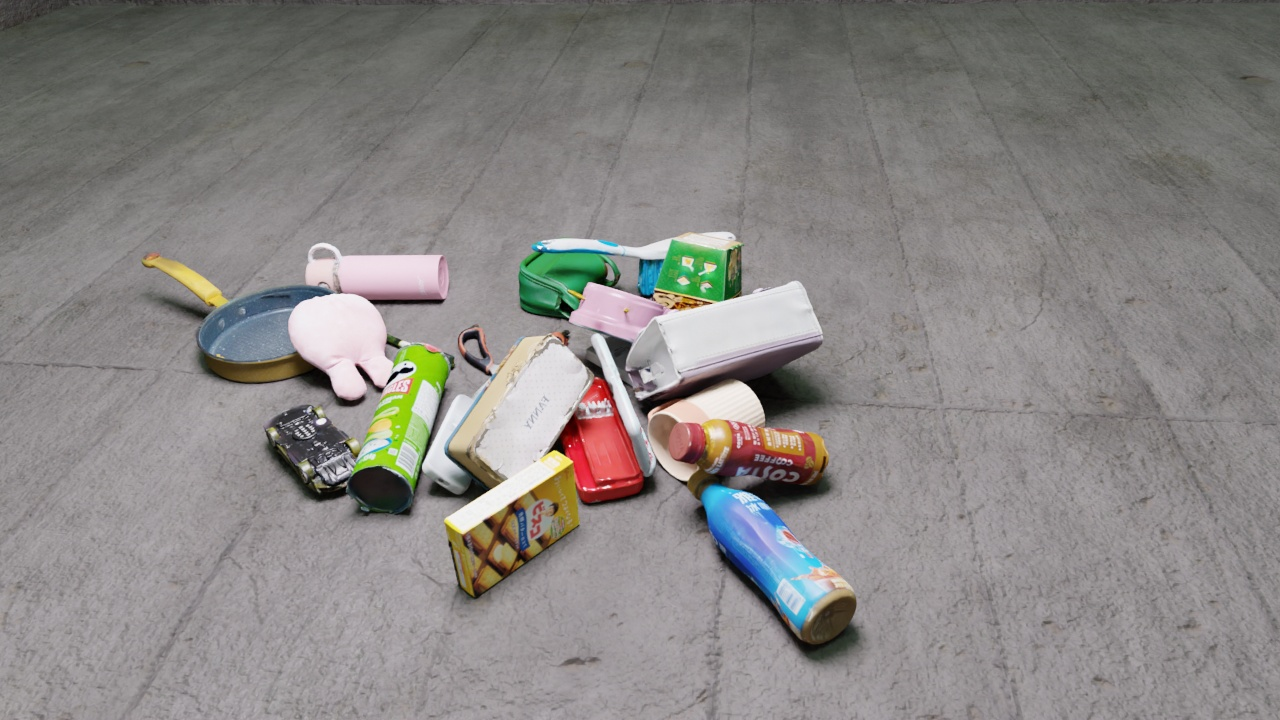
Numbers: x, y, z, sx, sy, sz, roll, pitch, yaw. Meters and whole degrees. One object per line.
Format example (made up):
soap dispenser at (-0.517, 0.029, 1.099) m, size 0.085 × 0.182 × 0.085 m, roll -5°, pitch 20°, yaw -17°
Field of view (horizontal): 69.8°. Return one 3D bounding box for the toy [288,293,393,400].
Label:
toy at (-0.377, -0.019, 1.176) m, size 0.121 × 0.054 × 0.159 m, roll -18°, pitch 65°, yaw -34°

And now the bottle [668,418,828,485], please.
bottle at (0.112, 0.094, 0.953) m, size 0.174 × 0.058 × 0.057 m, roll 10°, pitch 27°, yaw -29°

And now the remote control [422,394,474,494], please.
remote control at (-0.205, 0.093, 1.041) m, size 0.056 × 0.020 × 0.135 m, roll 35°, pitch 31°, yaw -16°

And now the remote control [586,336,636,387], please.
remote control at (-0.007, 0.007, 1.178) m, size 0.056 × 0.019 × 0.135 m, roll -29°, pitch 42°, yaw -35°

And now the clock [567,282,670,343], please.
clock at (-0.018, -0.054, 1.167) m, size 0.117 × 0.060 × 0.158 m, roll 17°, pitch 0°, yaw 27°

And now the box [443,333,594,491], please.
box at (-0.132, 0.061, 0.996) m, size 0.062 × 0.090 × 0.183 m, roll -1°, pitch 48°, yaw 52°

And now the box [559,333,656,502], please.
box at (-0.047, 0.056, 1.037) m, size 0.095 × 0.102 × 0.201 m, roll -9°, pitch 34°, yaw -12°

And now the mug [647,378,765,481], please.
mug at (0.065, 0.071, 1.031) m, size 0.105 × 0.082 × 0.115 m, roll -25°, pitch 29°, yaw -32°

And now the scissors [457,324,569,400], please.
scissors at (-0.180, 0.007, 1.192) m, size 0.189 × 0.015 × 0.221 m, roll 16°, pitch 38°, yaw 25°

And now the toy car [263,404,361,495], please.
toy car at (-0.372, 0.098, 1.045) m, size 0.070 × 0.042 × 0.158 m, roll -27°, pitch 42°, yaw -32°

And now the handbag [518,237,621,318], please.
handbag at (-0.108, -0.115, 1.330) m, size 0.120 × 0.068 × 0.131 m, roll 25°, pitch 40°, yaw 21°

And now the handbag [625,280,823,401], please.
handbag at (0.093, -0.018, 1.085) m, size 0.196 × 0.145 × 0.098 m, roll -14°, pitch 73°, yaw -24°

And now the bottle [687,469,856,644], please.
bottle at (0.115, 0.177, 0.884) m, size 0.065 × 0.065 × 0.218 m, roll -19°, pitch 37°, yaw -23°

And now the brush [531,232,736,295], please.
brush at (-0.001, -0.142, 1.312) m, size 0.314 × 0.110 × 0.060 m, roll -12°, pitch 36°, yaw -18°

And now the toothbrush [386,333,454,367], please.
toothbrush at (-0.320, -0.024, 1.243) m, size 0.186 × 0.017 × 0.012 m, roll 20°, pitch 20°, yaw 29°

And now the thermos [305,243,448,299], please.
thermos at (-0.386, -0.130, 1.342) m, size 0.198 × 0.087 × 0.067 m, roll 1°, pitch 33°, yaw 3°

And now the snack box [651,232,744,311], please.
snack box at (0.080, -0.115, 1.249) m, size 0.117 × 0.106 × 0.118 m, roll 14°, pitch 18°, yaw 17°

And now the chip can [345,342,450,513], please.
chip can at (-0.272, 0.072, 1.053) m, size 0.072 × 0.072 × 0.235 m, roll -2°, pitch 35°, yaw 1°

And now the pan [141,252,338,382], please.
pan at (-0.567, -0.076, 1.278) m, size 0.358 × 0.078 × 0.197 m, roll 17°, pitch 38°, yaw 26°

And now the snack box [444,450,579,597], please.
snack box at (-0.123, 0.159, 0.902) m, size 0.034 × 0.087 × 0.140 m, roll 26°, pitch 43°, yaw 35°
